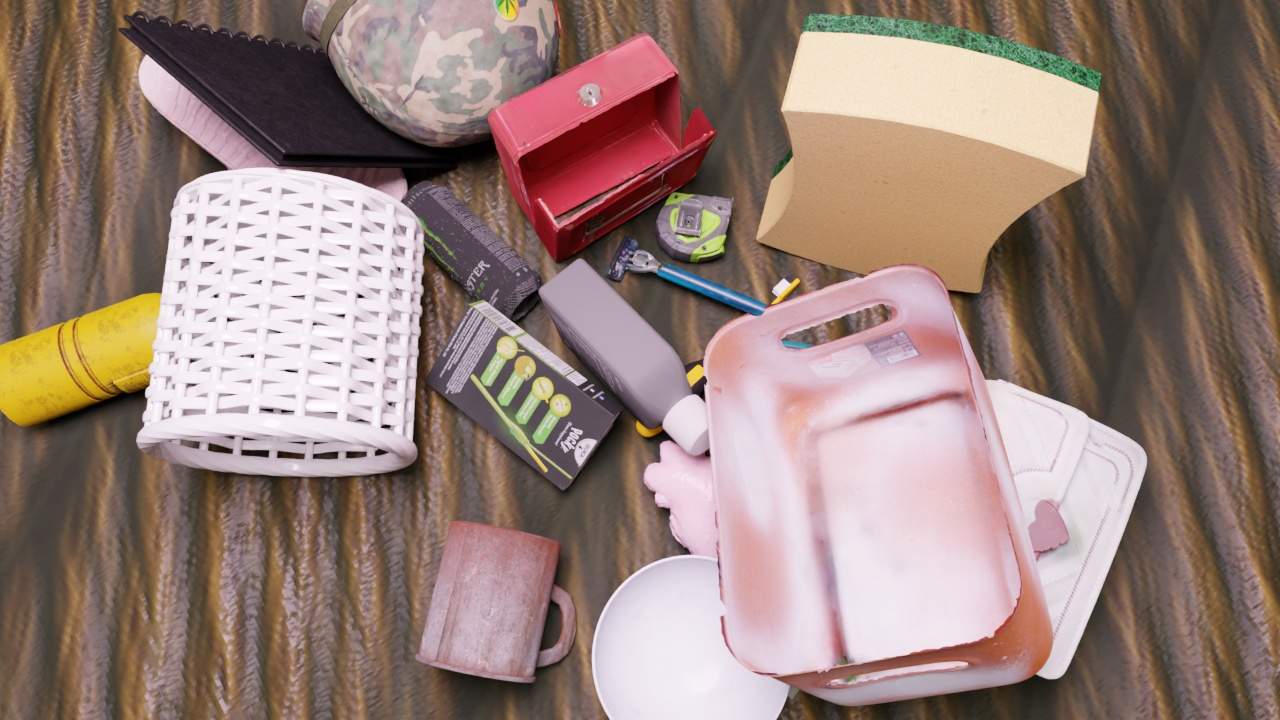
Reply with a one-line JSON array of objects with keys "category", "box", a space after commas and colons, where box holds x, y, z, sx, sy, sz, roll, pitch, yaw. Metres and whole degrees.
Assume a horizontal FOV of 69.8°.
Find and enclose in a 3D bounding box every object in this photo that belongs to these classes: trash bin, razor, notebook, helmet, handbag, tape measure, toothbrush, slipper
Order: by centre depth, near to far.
[{"category": "trash bin", "box": [0.162, 0.095, 0.635, 0.182, 0.157, 0.259, -19, 53, 24]}, {"category": "handbag", "box": [0.283, 0.127, 0.710, 0.142, 0.096, 0.198, 26, 78, 7]}, {"category": "notebook", "box": [-0.266, -0.209, 0.733, 0.169, 0.231, 0.019, 40, 111, 9]}, {"category": "helmet", "box": [-0.167, -0.298, 0.763, 0.223, 0.193, 0.236, -38, 95, -39]}, {"category": "toothbrush", "box": [0.069, -0.005, 0.777, 0.031, 0.031, 0.196, 43, 74, 14]}, {"category": "razor", "box": [0.042, -0.067, 0.785, 0.144, 0.022, 0.042, 22, 77, 13]}, {"category": "slipper", "box": [-0.316, -0.187, 0.798, 0.239, 0.064, 0.094, 34, 81, -6]}, {"category": "tape measure", "box": [0.046, -0.117, 0.799, 0.065, 0.036, 0.058, 6, 76, 0]}]

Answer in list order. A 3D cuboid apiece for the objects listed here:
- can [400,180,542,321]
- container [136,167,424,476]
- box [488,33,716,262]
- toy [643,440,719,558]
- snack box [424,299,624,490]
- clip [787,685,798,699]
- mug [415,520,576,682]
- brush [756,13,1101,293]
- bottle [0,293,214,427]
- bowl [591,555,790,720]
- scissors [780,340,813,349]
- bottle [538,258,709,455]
[{"category": "can", "box": [-0.145, -0.092, 0.780, 0.137, 0.054, 0.054, 43, 79, 9]}, {"category": "container", "box": [-0.261, -0.019, 0.690, 0.189, 0.189, 0.186, 0, 75, -1]}, {"category": "box", "box": [-0.035, -0.175, 0.767, 0.157, 0.136, 0.117, -33, 83, -10]}, {"category": "toy", "box": [0.048, 0.104, 0.732, 0.096, 0.053, 0.099, 35, 79, 0]}, {"category": "snack box", "box": [-0.095, 0.028, 0.745, 0.147, 0.025, 0.080, 37, 111, 8]}, {"category": "clip", "box": [0.134, 0.210, 0.720, 0.054, 0.040, 0.101, 44, 78, -3]}, {"category": "mug", "box": [-0.099, 0.186, 0.700, 0.122, 0.096, 0.110, 21, 77, -33]}, {"category": "brush", "box": [0.200, -0.145, 0.699, 0.195, 0.250, 0.075, 14, 75, 7]}, {"category": "bottle", "box": [-0.428, -0.007, 0.746, 0.163, 0.071, 0.071, -21, 77, -6]}, {"category": "bowl", "box": [0.036, 0.222, 0.692, 0.144, 0.074, 0.143, 0, 75, -1]}, {"category": "scissors", "box": [0.162, 0.007, 0.779, 0.130, 0.019, 0.150, -40, 79, -10]}, {"category": "bottle", "box": [-0.004, 0.004, 0.718, 0.046, 0.084, 0.174, -39, 62, -10]}]
